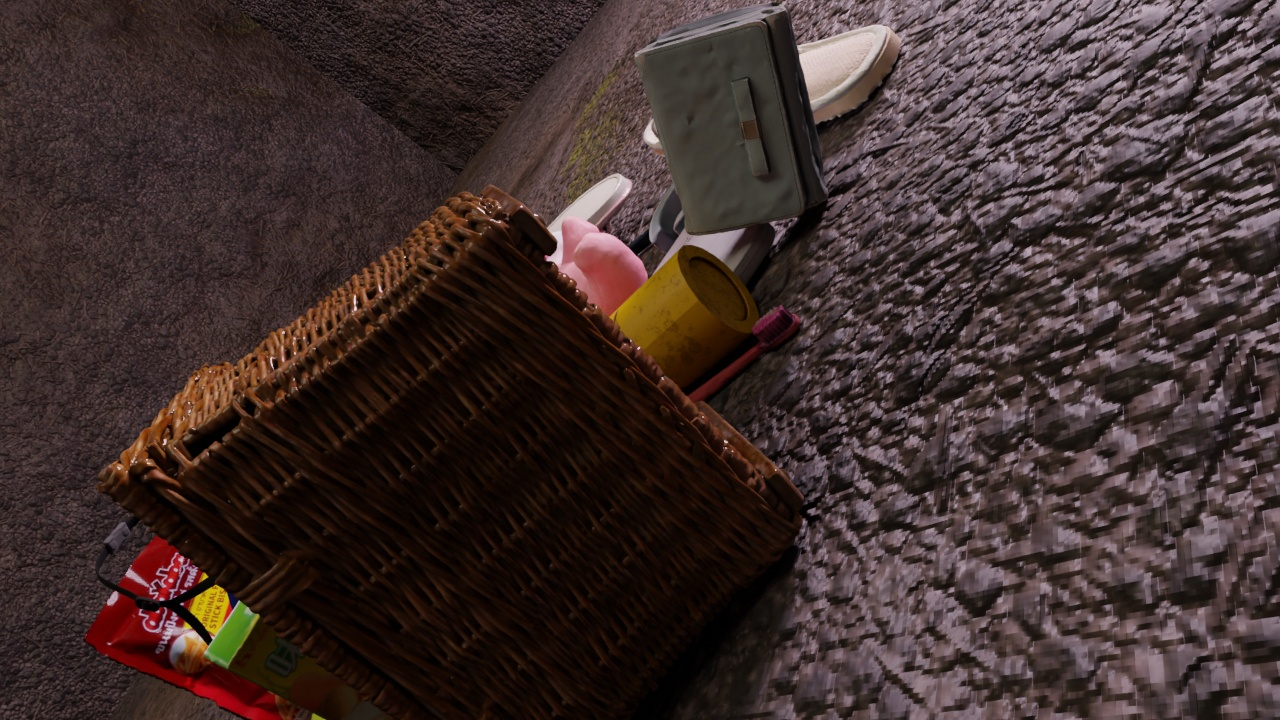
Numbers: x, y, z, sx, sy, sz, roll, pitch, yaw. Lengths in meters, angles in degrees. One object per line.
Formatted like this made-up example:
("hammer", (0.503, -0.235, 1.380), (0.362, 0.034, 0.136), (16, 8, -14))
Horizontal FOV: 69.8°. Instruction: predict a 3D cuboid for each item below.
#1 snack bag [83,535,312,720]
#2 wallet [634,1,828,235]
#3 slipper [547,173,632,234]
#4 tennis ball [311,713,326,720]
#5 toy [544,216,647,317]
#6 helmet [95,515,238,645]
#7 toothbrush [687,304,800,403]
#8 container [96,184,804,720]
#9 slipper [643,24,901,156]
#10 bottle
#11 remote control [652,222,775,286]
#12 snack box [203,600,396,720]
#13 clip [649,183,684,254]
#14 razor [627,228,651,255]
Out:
("snack bag", (-0.367, 0.246, 0.819), (0.067, 0.208, 0.138), (-41, 23, 32))
("wallet", (0.060, -0.151, 0.583), (0.100, 0.132, 0.054), (-15, 25, 12))
("slipper", (-0.098, -0.097, 1.008), (0.275, 0.054, 0.114), (-41, 23, 26))
("tennis ball", (-0.191, 0.248, 0.625), (0.065, 0.065, 0.065), (-45, 21, 23))
("toy", (-0.055, -0.045, 0.765), (0.213, 0.084, 0.142), (-160, 83, -67))
("helmet", (-0.259, 0.124, 0.635), (0.147, 0.227, 0.242), (-73, 4, -55))
("toothbrush", (0.026, 0.026, 0.572), (0.190, 0.016, 0.016), (-41, 24, 32))
("container", (-0.064, 0.051, 0.429), (0.183, 0.250, 0.162), (-44, 20, 0))
("slipper", (0.090, -0.220, 0.742), (0.273, 0.054, 0.114), (6, 53, 55))
("bottle", (-0.004, 0.004, 0.603), (0.164, 0.071, 0.070), (-42, 23, 30))
("remote control", (0.049, -0.070, 0.677), (0.074, 0.019, 0.151), (-56, 19, -6))
("snack box", (-0.157, 0.149, 0.549), (0.027, 0.168, 0.131), (11, 59, 33))
("clip", (0.045, -0.158, 0.820), (0.115, 0.028, 0.162), (-21, 37, 54))
("razor", (-0.015, -0.103, 0.880), (0.042, 0.022, 0.145), (-17, -6, -44))
